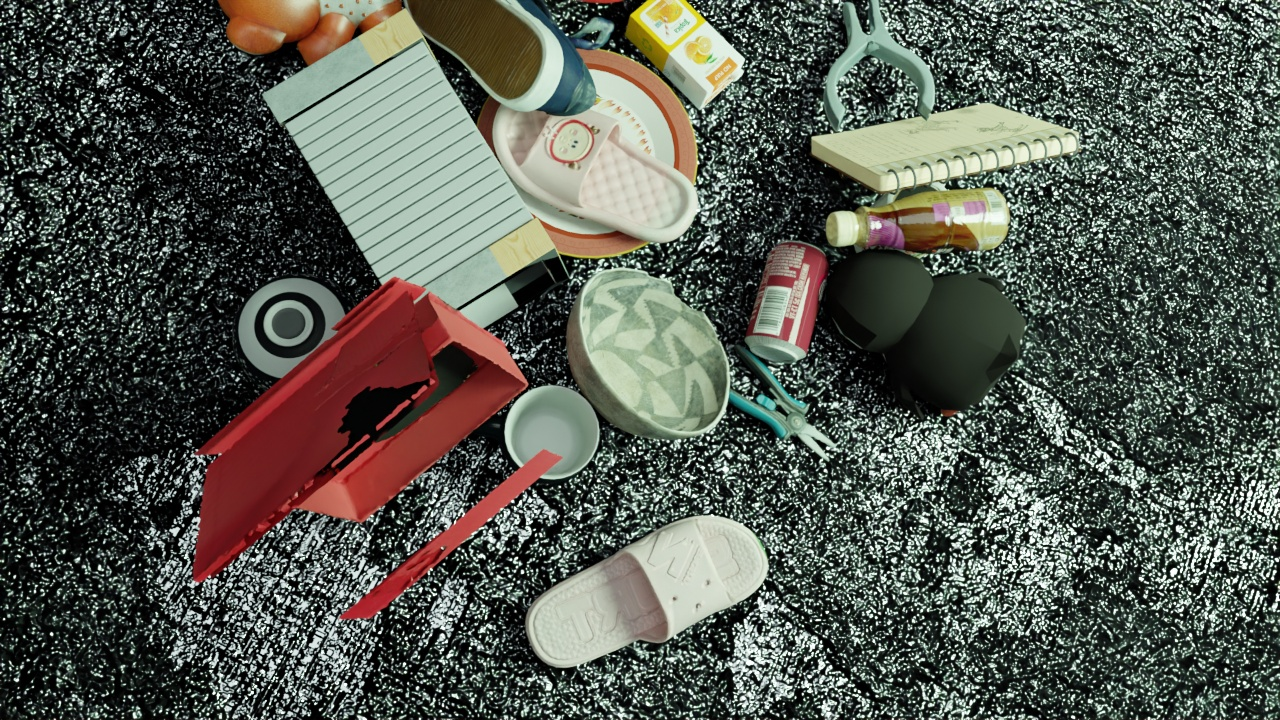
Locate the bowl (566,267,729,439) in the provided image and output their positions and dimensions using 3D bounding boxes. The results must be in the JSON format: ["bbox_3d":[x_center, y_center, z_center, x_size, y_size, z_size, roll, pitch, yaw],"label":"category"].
[{"bbox_3d":[-0.005,0.005,0.873,0.178,0.081,0.178,25,45,-28],"label":"bowl"}]

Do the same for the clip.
[{"bbox_3d":[0.281,-0.319,0.998,0.159,0.030,0.173,10,72,6],"label":"clip"}]

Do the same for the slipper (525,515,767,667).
[{"bbox_3d":[0.008,0.214,0.857,0.239,0.064,0.094,-21,83,-11],"label":"slipper"}]

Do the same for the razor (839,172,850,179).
[{"bbox_3d":[0.286,-0.218,1.004,0.144,0.022,0.042,-14,80,-11],"label":"razor"}]

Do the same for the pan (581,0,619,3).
[{"bbox_3d":[-0.025,-0.430,0.940,0.355,0.067,0.208,-7,51,-38],"label":"pan"}]

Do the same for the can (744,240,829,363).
[{"bbox_3d":[0.149,-0.059,0.931,0.063,0.063,0.114,18,77,-5],"label":"can"}]

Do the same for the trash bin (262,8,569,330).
[{"bbox_3d":[-0.196,-0.154,0.842,0.142,0.142,0.247,-32,85,-2],"label":"trash bin"}]

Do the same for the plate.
[{"bbox_3d":[-0.055,-0.214,0.951,0.229,0.021,0.229,2,79,-8],"label":"plate"}]

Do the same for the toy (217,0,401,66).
[{"bbox_3d":[-0.330,-0.365,0.909,0.172,0.093,0.163,-17,85,-24],"label":"toy"}]

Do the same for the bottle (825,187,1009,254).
[{"bbox_3d":[0.260,-0.129,0.869,0.166,0.060,0.059,-5,80,-8],"label":"bottle"}]

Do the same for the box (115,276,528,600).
[{"bbox_3d":[-0.228,0.039,0.690,0.211,0.318,0.121,-39,85,5],"label":"box"}]

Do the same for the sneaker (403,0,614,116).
[{"bbox_3d":[-0.132,-0.340,0.915,0.121,0.127,0.294,-51,60,22],"label":"sneaker"}]

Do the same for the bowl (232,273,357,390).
[{"bbox_3d":[-0.319,-0.027,0.850,0.120,0.066,0.120,2,79,-9],"label":"bowl"}]

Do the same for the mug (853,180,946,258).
[{"bbox_3d":[0.281,-0.151,0.955,0.073,0.090,0.105,36,76,-1],"label":"mug"}]

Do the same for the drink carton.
[{"bbox_3d":[0.049,-0.332,0.980,0.122,0.040,0.058,45,76,2],"label":"drink carton"}]

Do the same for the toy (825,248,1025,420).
[{"bbox_3d":[0.273,-0.041,0.905,0.184,0.140,0.159,32,88,2],"label":"toy"}]

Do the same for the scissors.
[{"bbox_3d":[0.131,0.045,0.931,0.148,0.019,0.122,3,75,-14],"label":"scissors"}]

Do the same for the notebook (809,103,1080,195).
[{"bbox_3d":[0.311,-0.222,0.946,0.225,0.167,0.024,-13,120,-11],"label":"notebook"}]

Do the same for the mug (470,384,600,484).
[{"bbox_3d":[-0.103,0.069,0.851,0.121,0.095,0.085,10,77,-7],"label":"mug"}]

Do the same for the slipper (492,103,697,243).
[{"bbox_3d":[-0.046,-0.191,0.906,0.221,0.056,0.106,30,78,-1],"label":"slipper"}]
